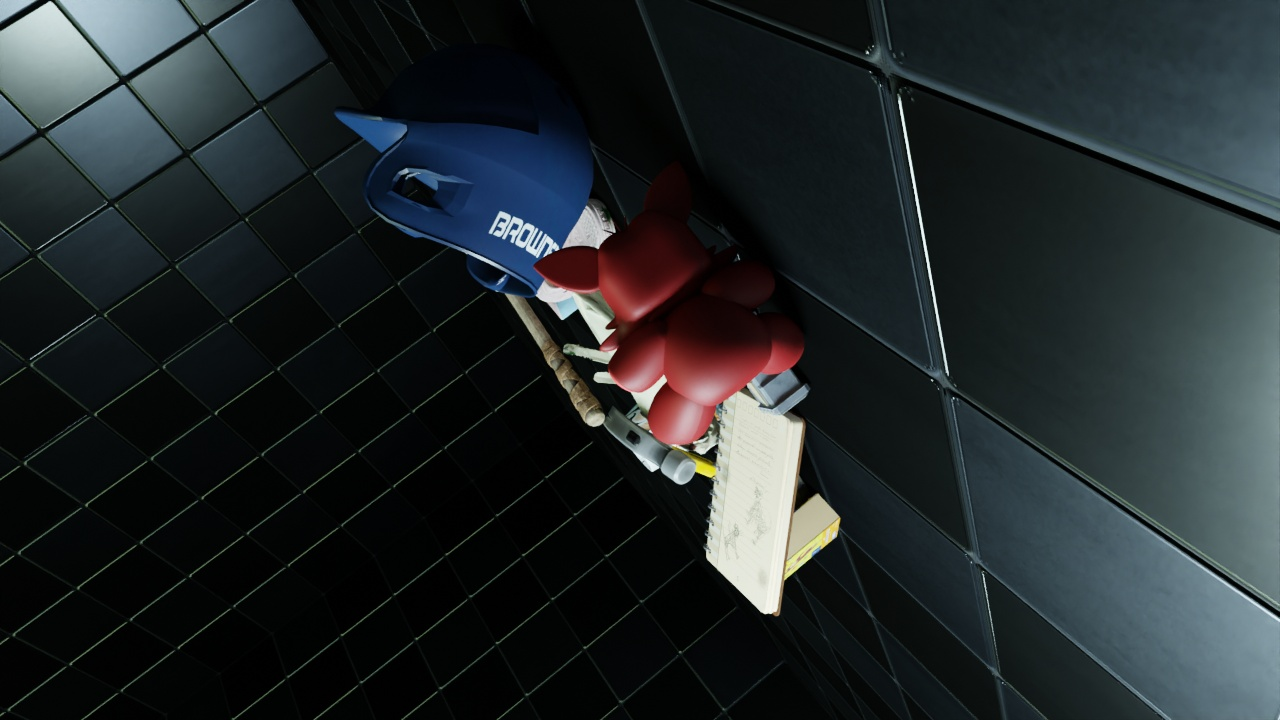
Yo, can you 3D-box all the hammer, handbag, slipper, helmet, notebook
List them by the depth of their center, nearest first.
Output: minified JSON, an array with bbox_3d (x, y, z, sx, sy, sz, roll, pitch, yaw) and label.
[{"bbox_3d":[-0.176,-0.209,0.929,0.272,0.223,0.232,17,173,20],"label":"helmet"},{"bbox_3d":[0.093,0.002,1.013,0.098,0.044,0.322,54,173,-6],"label":"hammer"},{"bbox_3d":[0.124,0.152,1.047,0.167,0.024,0.225,-148,61,-66],"label":"notebook"},{"bbox_3d":[-0.007,0.007,1.150,0.229,0.132,0.184,58,177,-25],"label":"handbag"},{"bbox_3d":[-0.110,-0.131,1.170,0.240,0.064,0.094,-27,85,59],"label":"slipper"},{"bbox_3d":[-0.141,-0.041,1.254,0.318,0.049,0.121,55,-178,22],"label":"hammer"},{"bbox_3d":[0.080,0.141,1.258,0.170,0.034,0.324,32,-177,41],"label":"hammer"}]

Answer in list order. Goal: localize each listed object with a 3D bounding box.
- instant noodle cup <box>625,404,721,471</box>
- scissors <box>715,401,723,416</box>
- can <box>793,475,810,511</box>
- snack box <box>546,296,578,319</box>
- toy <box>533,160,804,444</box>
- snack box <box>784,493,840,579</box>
[{"bbox_3d":[0.039,0.092,1.347,0.123,0.121,0.124,51,171,11],"label":"instant noodle cup"},{"bbox_3d":[0.096,0.052,1.245,0.136,0.019,0.138,54,170,-23],"label":"scissors"},{"bbox_3d":[0.160,0.166,1.175,0.090,0.074,0.090,51,171,11],"label":"can"},{"bbox_3d":[-0.110,-0.132,1.326,0.094,0.093,0.079,51,171,18],"label":"snack box"},{"bbox_3d":[0.030,-0.045,0.767,0.197,0.158,0.120,53,177,7],"label":"toy"},{"bbox_3d":[0.184,0.231,1.139,0.040,0.125,0.088,49,170,25],"label":"snack box"}]
